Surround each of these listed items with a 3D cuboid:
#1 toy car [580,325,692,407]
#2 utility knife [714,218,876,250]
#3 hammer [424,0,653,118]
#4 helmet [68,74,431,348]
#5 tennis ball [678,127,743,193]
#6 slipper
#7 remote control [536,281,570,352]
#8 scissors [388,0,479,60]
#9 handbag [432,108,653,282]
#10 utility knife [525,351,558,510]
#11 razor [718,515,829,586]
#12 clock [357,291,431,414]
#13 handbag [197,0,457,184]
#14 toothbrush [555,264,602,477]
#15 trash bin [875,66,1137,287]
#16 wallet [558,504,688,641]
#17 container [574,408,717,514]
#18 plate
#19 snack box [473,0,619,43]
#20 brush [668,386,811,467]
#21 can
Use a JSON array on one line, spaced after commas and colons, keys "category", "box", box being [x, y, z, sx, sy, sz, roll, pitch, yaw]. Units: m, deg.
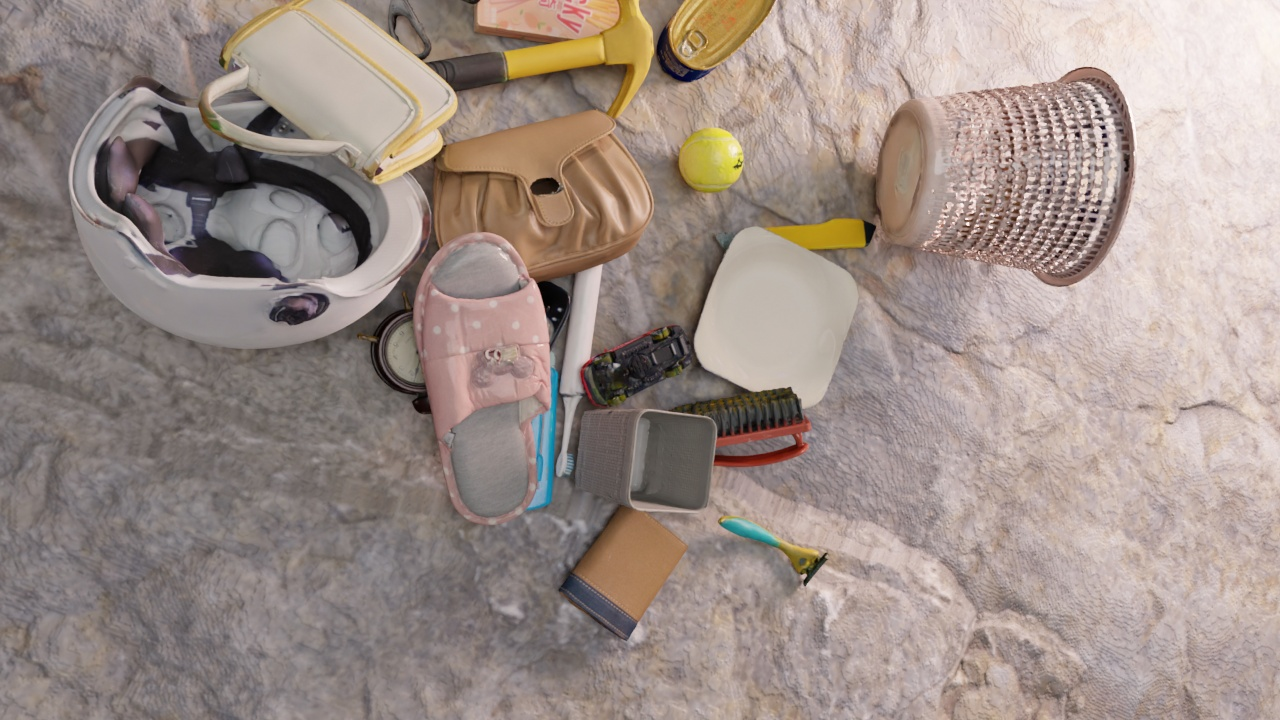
[{"category": "toy car", "box": [-0.005, 0.005, 0.906, 0.120, 0.045, 0.053, -25, 100, -27]}, {"category": "utility knife", "box": [0.167, -0.134, 0.985, 0.192, 0.015, 0.033, -5, 87, -17]}, {"category": "hammer", "box": [-0.131, -0.278, 0.871, 0.300, 0.033, 0.129, -14, 114, -13]}, {"category": "helmet", "box": [-0.317, -0.097, 0.748, 0.258, 0.146, 0.228, 2, 52, -34]}, {"category": "tennis ball", "box": [0.071, -0.203, 0.929, 0.065, 0.065, 0.065, 1, 88, -18]}, {"category": "slipper", "box": [-0.135, 0.025, 0.809, 0.114, 0.054, 0.275, -7, 110, -20]}, {"category": "remote control", "box": [-0.113, -0.013, 0.883, 0.053, 0.024, 0.136, 28, 80, 10]}, {"category": "scissors", "box": [-0.229, -0.364, 0.855, 0.178, 0.014, 0.159, 4, 98, -2]}, {"category": "handbag", "box": [-0.094, -0.151, 0.852, 0.204, 0.100, 0.147, -18, 84, -13]}, {"category": "utility knife", "box": [-0.098, 0.066, 0.894, 0.034, 0.018, 0.162, 5, 86, -17]}, {"category": "razor", "box": [0.135, 0.191, 0.959, 0.132, 0.028, 0.043, 28, 111, -18]}, {"category": "clock", "box": [-0.195, 0.000, 0.844, 0.082, 0.055, 0.122, -46, 103, -14]}, {"category": "handbag", "box": [-0.257, -0.213, 0.743, 0.163, 0.063, 0.178, 38, 46, 1]}, {"category": "toothbrush", "box": [-0.063, 0.005, 0.901, 0.026, 0.027, 0.221, 11, 85, -41]}, {"category": "trash bin", "box": [0.362, -0.193, 0.959, 0.192, 0.227, 0.227, 1, 88, -5]}, {"category": "wallet", "box": [-0.016, 0.207, 0.910, 0.090, 0.033, 0.115, 40, 77, -16]}, {"category": "container", "box": [0.000, 0.091, 0.867, 0.090, 0.114, 0.090, 10, 85, -32]}, {"category": "plate", "box": [0.139, -0.043, 0.963, 0.164, 0.034, 0.163, 24, 82, -16]}, {"category": "snack box", "box": [-0.084, -0.356, 0.904, 0.157, 0.026, 0.084, 2, 88, -17]}, {"category": "brush", "box": [0.094, 0.074, 0.921, 0.146, 0.063, 0.069, -10, 102, 0]}, {"category": "can", "box": [0.078, -0.352, 0.944, 0.074, 0.049, 0.148, 43, 77, -12]}]
